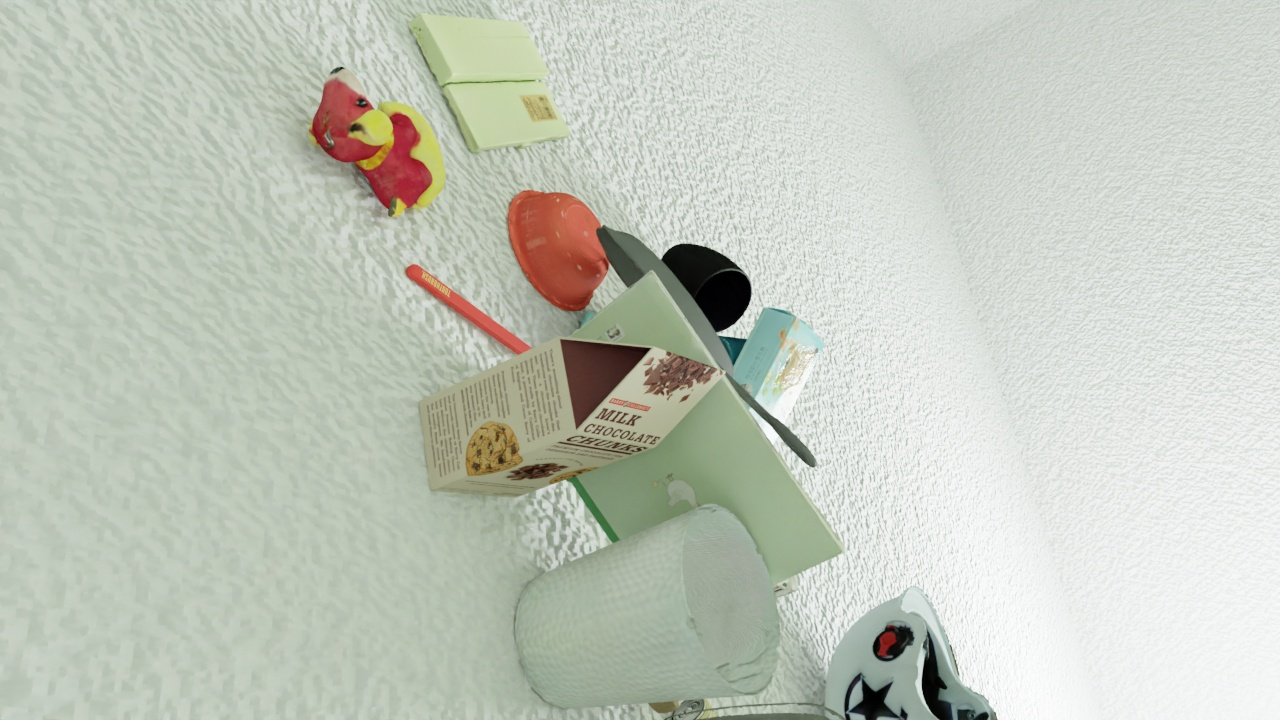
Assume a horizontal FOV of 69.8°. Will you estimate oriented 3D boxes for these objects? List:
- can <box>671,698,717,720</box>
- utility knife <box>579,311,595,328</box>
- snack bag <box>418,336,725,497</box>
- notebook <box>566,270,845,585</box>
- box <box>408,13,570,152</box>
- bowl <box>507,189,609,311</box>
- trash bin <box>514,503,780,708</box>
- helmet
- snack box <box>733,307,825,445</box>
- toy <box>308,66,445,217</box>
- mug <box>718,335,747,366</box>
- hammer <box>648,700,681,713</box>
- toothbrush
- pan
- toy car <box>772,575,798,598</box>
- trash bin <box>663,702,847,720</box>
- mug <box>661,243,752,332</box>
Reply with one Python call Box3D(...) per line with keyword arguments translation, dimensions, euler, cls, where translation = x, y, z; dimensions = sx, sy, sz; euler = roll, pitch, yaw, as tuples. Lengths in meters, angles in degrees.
Box3D(translation=(0.061, 0.338, 0.808), dimensions=(0.079, 0.038, 0.038), euler=(59, 30, -14), cls="can")
Box3D(translation=(-0.065, 0.015, 0.856), dimensions=(0.022, 0.016, 0.176), euler=(48, 37, -27), cls="utility knife")
Box3D(translation=(-0.049, 0.035, 0.661), dimensions=(0.094, 0.207, 0.069), euler=(17, 56, -54), cls="snack bag")
Box3D(translation=(0.018, 0.081, 0.724), dimensions=(0.252, 0.182, 0.010), euler=(55, 33, 1), cls="notebook")
Box3D(translation=(-0.142, -0.279, 0.922), dimensions=(0.186, 0.024, 0.137), euler=(-32, 101, -61), cls="box")
Box3D(translation=(-0.070, -0.116, 0.901), dimensions=(0.130, 0.045, 0.130), euler=(37, 41, -42), cls="bowl")
Box3D(translation=(0.001, 0.192, 0.682), dimensions=(0.133, 0.162, 0.133), euler=(38, 40, -42), cls="trash bin")
Box3D(translation=(0.291, 0.396, 1.026), dimensions=(0.236, 0.164, 0.263), euler=(47, 28, -39), cls="helmet")
Box3D(translation=(0.139, 0.032, 1.048), dimensions=(0.075, 0.053, 0.174), euler=(34, 81, -44), cls="snack box")
Box3D(translation=(-0.199, -0.161, 0.712), dimensions=(0.137, 0.067, 0.105), euler=(19, 56, -69), cls="toy")
Box3D(translation=(0.118, 0.006, 1.107), dimensions=(0.121, 0.078, 0.078), euler=(11, 60, -51), cls="mug")
Box3D(translation=(0.056, 0.197, 0.877), dimensions=(0.117, 0.051, 0.321), euler=(53, 30, -15), cls="hammer")
Box3D(translation=(-0.111, -0.021, 0.780), dimensions=(0.212, 0.018, 0.012), euler=(38, 45, -36), cls="toothbrush")
Box3D(translation=(0.053, -0.017, 0.772), dimensions=(0.216, 0.024, 0.354), euler=(55, -4, -38), cls="pan")
Box3D(translation=(0.151, 0.213, 1.053), dimensions=(0.039, 0.039, 0.113), euler=(9, 59, -33), cls="toy car")
Box3D(translation=(0.053, 0.381, 0.621), dimensions=(0.219, 0.198, 0.197), euler=(-22, 91, -55), cls="trash bin")
Box3D(translation=(0.052, -0.086, 1.053), dimensions=(0.100, 0.118, 0.085), euler=(48, -32, 46), cls="mug")
